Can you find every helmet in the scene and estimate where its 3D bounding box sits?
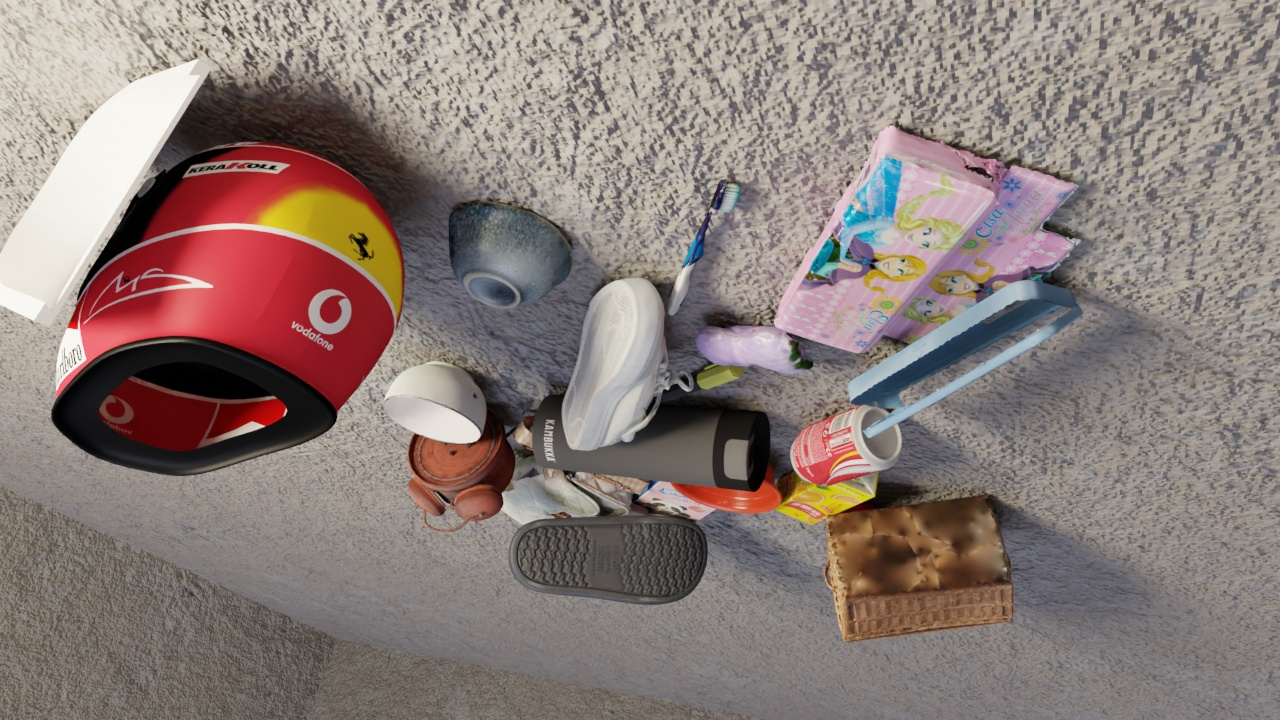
[{"bbox_3d":[-0.309,-0.054,0.714,0.272,0.224,0.197,-19,142,28],"label":"helmet"}]

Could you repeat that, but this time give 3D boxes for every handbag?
[{"bbox_3d":[-0.105,0.170,1.201,0.138,0.072,0.195,30,148,-28],"label":"handbag"}]

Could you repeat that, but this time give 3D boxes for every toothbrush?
[{"bbox_3d":[0.046,-0.082,0.718,0.017,0.016,0.189,8,153,-8],"label":"toothbrush"}]

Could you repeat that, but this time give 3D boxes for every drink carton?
[{"bbox_3d":[0.205,0.142,1.030,0.058,0.042,0.135,23,151,-11],"label":"drink carton"}]

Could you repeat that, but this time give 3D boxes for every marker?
[{"bbox_3d":[0.054,0.021,0.903,0.124,0.017,0.021,-24,101,52],"label":"marker"}]

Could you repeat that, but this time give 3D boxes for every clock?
[{"bbox_3d":[-0.212,0.128,1.087,0.121,0.157,0.072,4,145,20],"label":"clock"}]

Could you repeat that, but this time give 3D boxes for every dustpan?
[{"bbox_3d":[-0.406,-0.122,0.665,0.053,0.191,0.258,32,165,-30],"label":"dustpan"}]

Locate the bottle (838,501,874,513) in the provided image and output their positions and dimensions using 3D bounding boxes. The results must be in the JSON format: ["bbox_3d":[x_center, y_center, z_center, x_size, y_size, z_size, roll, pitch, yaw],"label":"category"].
[{"bbox_3d":[0.271,0.193,1.096,0.036,0.036,0.119,-11,144,40],"label":"bottle"}]

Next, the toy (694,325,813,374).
[{"bbox_3d":[0.100,-0.010,0.801,0.100,0.036,0.080,7,165,31],"label":"toy"}]

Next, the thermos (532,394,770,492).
[{"bbox_3d":[0.011,0.086,0.976,0.241,0.082,0.082,4,151,20],"label":"thermos"}]

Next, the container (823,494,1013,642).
[{"bbox_3d":[0.305,0.230,1.018,0.199,0.113,0.113,-10,143,9],"label":"container"}]

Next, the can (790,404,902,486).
[{"bbox_3d":[0.200,0.085,0.899,0.064,0.064,0.105,26,151,-20],"label":"can"}]

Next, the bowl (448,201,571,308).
[{"bbox_3d":[-0.114,-0.079,0.761,0.110,0.055,0.110,12,152,6],"label":"bowl"}]

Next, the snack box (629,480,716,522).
[{"bbox_3d":[0.044,0.174,1.176,0.088,0.033,0.154,20,152,-11],"label":"snack box"}]

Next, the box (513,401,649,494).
[{"bbox_3d":[-0.061,0.099,1.098,0.188,0.064,0.056,27,-174,-28],"label":"box"}]

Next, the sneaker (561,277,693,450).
[{"bbox_3d":[-0.005,0.005,0.843,0.090,0.089,0.243,-5,149,-20],"label":"sneaker"}]

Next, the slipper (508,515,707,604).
[{"bbox_3d":[-0.043,0.253,1.162,0.267,0.110,0.083,6,164,-23],"label":"slipper"}]

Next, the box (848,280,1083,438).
[{"bbox_3d":[0.249,0.011,0.716,0.068,0.058,0.210,7,155,-25],"label":"box"}]

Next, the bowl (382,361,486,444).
[{"bbox_3d":[-0.224,0.042,1.031,0.113,0.063,0.114,12,153,6],"label":"bowl"}]

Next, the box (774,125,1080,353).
[{"bbox_3d":[0.203,-0.062,0.656,0.159,0.035,0.231,16,154,-2],"label":"box"}]

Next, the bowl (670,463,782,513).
[{"bbox_3d":[0.101,0.129,1.052,0.130,0.045,0.131,12,152,6],"label":"bowl"}]
